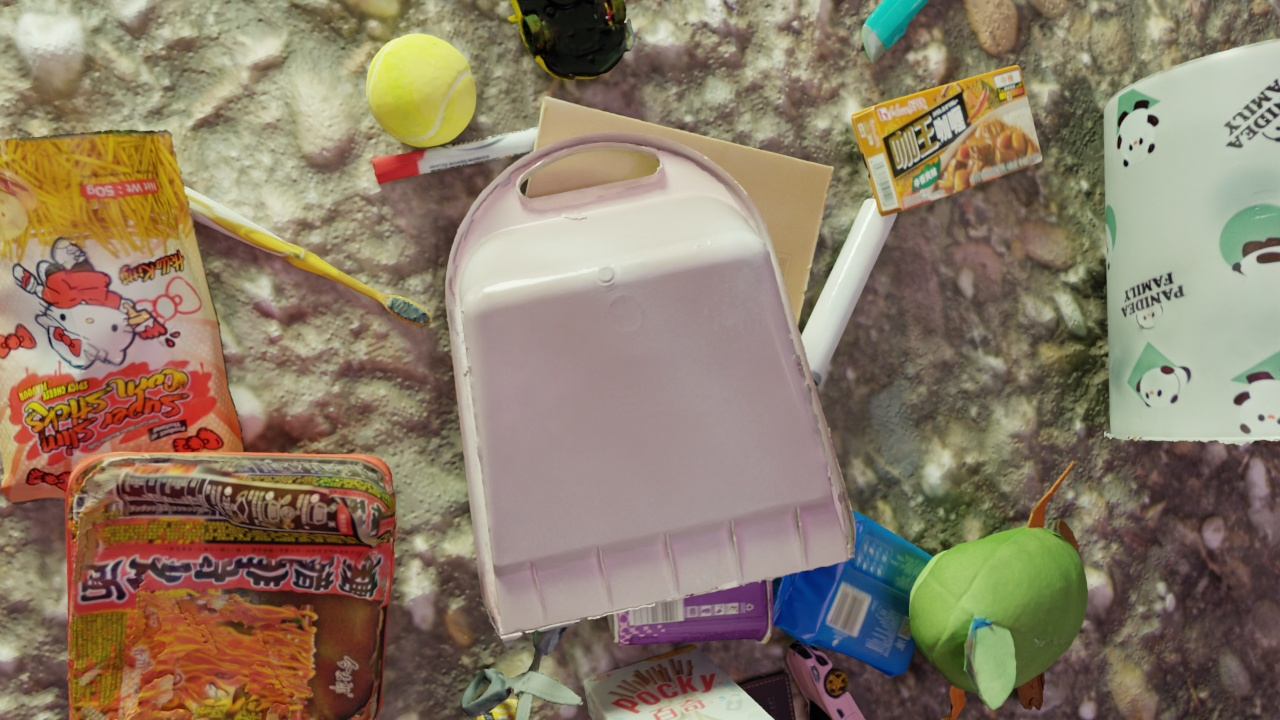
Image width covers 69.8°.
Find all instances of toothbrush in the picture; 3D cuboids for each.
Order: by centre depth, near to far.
[{"bbox_3d":[-0.215,-0.066,0.560,0.191,0.018,0.016,27,83,-15],"label":"toothbrush"},{"bbox_3d":[0.162,-0.085,0.662,0.026,0.027,0.221,30,81,-28],"label":"toothbrush"}]

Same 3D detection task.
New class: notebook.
[{"bbox_3d":[0.022,-0.080,0.621,0.207,0.008,0.148,9,98,-16],"label":"notebook"}]

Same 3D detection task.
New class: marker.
[{"bbox_3d":[-0.099,-0.136,0.591,0.145,0.017,0.017,-15,96,-15],"label":"marker"}]

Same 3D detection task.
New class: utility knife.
[{"bbox_3d":[0.228,-0.299,0.678,0.029,0.013,0.205,43,84,-11],"label":"utility knife"}]

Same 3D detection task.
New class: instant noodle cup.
[{"bbox_3d":[-0.227,0.132,0.523,0.164,0.079,0.189,4,103,-18],"label":"instant noodle cup"},{"bbox_3d":[0.024,0.135,0.597,0.099,0.111,0.111,-8,94,-6],"label":"instant noodle cup"}]

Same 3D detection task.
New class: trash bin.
[{"bbox_3d":[0.443,-0.076,0.648,0.229,0.230,0.252,-4,88,-16],"label":"trash bin"}]

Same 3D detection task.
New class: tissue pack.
[{"bbox_3d":[0.151,0.161,0.644,0.157,0.052,0.095,31,81,-37],"label":"tissue pack"}]

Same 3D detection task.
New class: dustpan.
[{"bbox_3d":[-0.003,0.003,0.562,0.222,0.138,0.274,-9,109,-3],"label":"dustpan"}]

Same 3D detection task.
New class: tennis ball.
[{"bbox_3d":[-0.132,-0.163,0.555,0.065,0.065,0.065,-1,92,-16],"label":"tennis ball"}]

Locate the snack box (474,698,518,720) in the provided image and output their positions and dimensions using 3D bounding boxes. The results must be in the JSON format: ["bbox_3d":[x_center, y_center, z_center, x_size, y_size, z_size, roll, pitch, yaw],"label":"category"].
[{"bbox_3d":[-0.092,0.296,0.575,0.033,0.087,0.140,9,90,-16],"label":"snack box"}]

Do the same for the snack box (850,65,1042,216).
[{"bbox_3d":[0.224,-0.160,0.662,0.153,0.026,0.075,-21,98,-26],"label":"snack box"}]

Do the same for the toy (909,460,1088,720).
[{"bbox_3d":[0.258,0.175,0.647,0.246,0.090,0.227,22,90,-51],"label":"toy"}]

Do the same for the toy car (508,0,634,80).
[{"bbox_3d":[-0.060,-0.252,0.584,0.071,0.041,0.156,-26,97,-13],"label":"toy car"}]

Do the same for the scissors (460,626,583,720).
[{"bbox_3d":[-0.067,0.190,0.545,0.014,0.175,0.159,46,36,-9],"label":"scissors"}]

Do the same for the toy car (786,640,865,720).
[{"bbox_3d":[0.139,0.253,0.655,0.037,0.056,0.122,-34,102,-15],"label":"toy car"}]

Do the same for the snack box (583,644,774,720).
[{"bbox_3d":[0.023,0.224,0.568,0.084,0.157,0.027,-13,95,-16],"label":"snack box"}]

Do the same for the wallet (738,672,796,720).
[{"bbox_3d":[0.057,0.282,0.653,0.122,0.020,0.096,-9,95,-18],"label":"wallet"}]

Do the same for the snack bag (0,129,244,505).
[{"bbox_3d":[-0.305,-0.022,0.519,0.128,0.073,0.208,-7,102,-16],"label":"snack bag"}]
